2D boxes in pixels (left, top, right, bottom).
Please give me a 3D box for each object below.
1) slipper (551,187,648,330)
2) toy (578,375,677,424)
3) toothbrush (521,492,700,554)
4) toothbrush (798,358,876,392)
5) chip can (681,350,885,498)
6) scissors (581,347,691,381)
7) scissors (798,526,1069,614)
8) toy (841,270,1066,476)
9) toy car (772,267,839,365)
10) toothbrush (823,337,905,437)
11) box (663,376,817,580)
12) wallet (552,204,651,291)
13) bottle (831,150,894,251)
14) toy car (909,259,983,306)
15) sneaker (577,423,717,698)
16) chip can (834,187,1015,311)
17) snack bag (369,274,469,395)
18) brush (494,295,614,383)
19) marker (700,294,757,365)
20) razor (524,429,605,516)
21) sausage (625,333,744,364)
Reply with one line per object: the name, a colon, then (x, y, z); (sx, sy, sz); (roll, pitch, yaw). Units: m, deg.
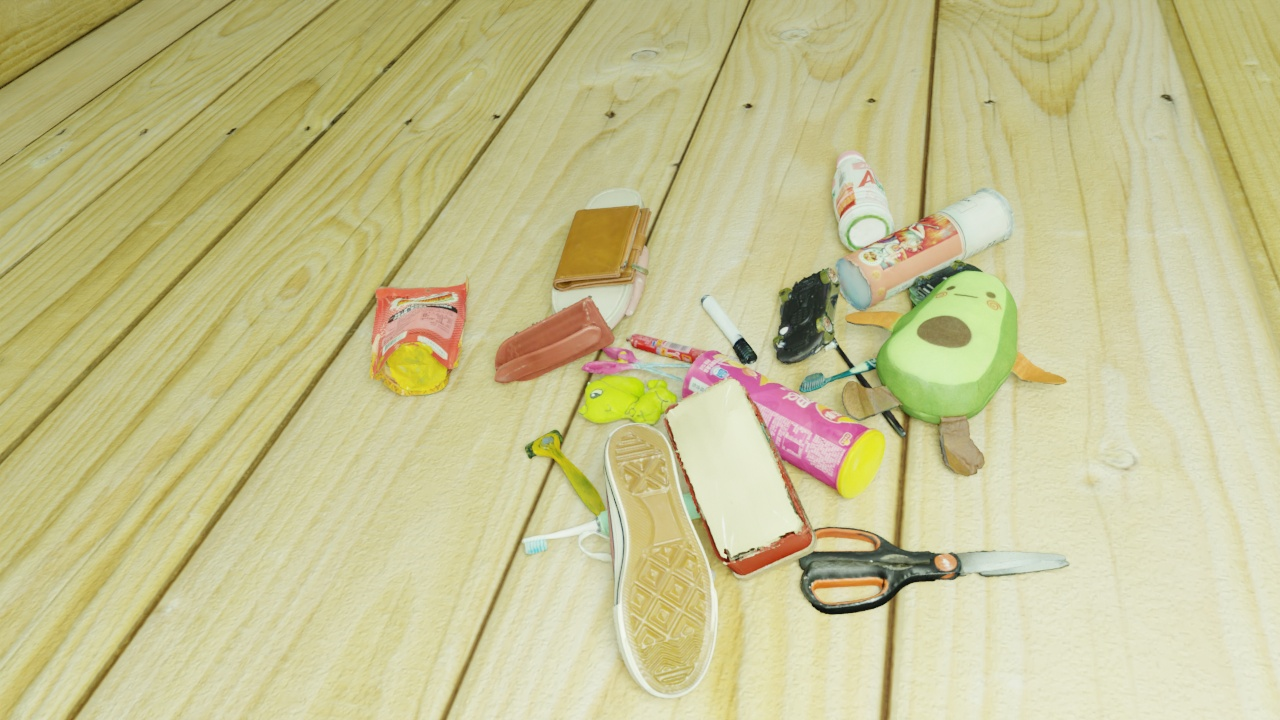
slipper: (-0.046, -0.125, 1.198); (0.114, 0.054, 0.273); (-4, 48, 14)
toy: (-0.015, 0.044, 1.019); (0.100, 0.031, 0.096); (26, 49, 32)
toothbrush: (-0.006, 0.154, 0.894); (0.224, 0.026, 0.027); (-12, 77, 0)
toothbrush: (0.251, 0.000, 0.988); (0.191, 0.018, 0.016); (-18, 42, -20)
chip can: (0.140, 0.059, 0.930); (0.071, 0.071, 0.211); (-38, 46, -26)
scissors: (-0.007, 0.006, 1.045); (0.125, 0.017, 0.133); (-14, 25, -43)
scissors: (0.254, 0.168, 0.814); (0.235, 0.022, 0.136); (-18, 40, -5)
toy: (0.316, -0.006, 0.944); (0.227, 0.090, 0.246); (23, 55, 21)
toy car: (0.192, -0.049, 1.053); (0.070, 0.042, 0.157); (-24, 30, 35)
toothbrush: (0.237, 0.024, 0.988); (0.018, 0.016, 0.181); (-24, 41, -3)
box: (0.089, 0.103, 0.838); (0.091, 0.079, 0.168); (-26, 57, 8)
wallet: (-0.042, -0.145, 1.151); (0.119, 0.035, 0.130); (-1, 50, 18)
bottle: (0.288, -0.217, 1.212); (0.068, 0.068, 0.196); (-5, 37, 9)
toy car: (0.355, -0.085, 1.063); (0.091, 0.036, 0.043); (-25, 41, -12)
sneaker: (0.009, 0.178, 0.819); (0.118, 0.088, 0.240); (-7, 64, -10)
chip can: (0.339, -0.133, 1.097); (0.214, 0.071, 0.071); (-26, 43, -14)
snack bag: (-0.281, -0.043, 1.166); (0.128, 0.073, 0.207); (-10, 35, -3)
brush: (-0.107, -0.017, 1.069); (0.146, 0.063, 0.069); (-24, 23, 15)
marker: (0.102, -0.038, 1.091); (0.022, 0.018, 0.130); (-28, 43, -4)
razor: (-0.073, 0.118, 0.955); (0.043, 0.028, 0.132); (-26, 44, -20)
sausage: (0.050, -0.009, 1.070); (0.156, 0.020, 0.020); (14, 47, 28)
